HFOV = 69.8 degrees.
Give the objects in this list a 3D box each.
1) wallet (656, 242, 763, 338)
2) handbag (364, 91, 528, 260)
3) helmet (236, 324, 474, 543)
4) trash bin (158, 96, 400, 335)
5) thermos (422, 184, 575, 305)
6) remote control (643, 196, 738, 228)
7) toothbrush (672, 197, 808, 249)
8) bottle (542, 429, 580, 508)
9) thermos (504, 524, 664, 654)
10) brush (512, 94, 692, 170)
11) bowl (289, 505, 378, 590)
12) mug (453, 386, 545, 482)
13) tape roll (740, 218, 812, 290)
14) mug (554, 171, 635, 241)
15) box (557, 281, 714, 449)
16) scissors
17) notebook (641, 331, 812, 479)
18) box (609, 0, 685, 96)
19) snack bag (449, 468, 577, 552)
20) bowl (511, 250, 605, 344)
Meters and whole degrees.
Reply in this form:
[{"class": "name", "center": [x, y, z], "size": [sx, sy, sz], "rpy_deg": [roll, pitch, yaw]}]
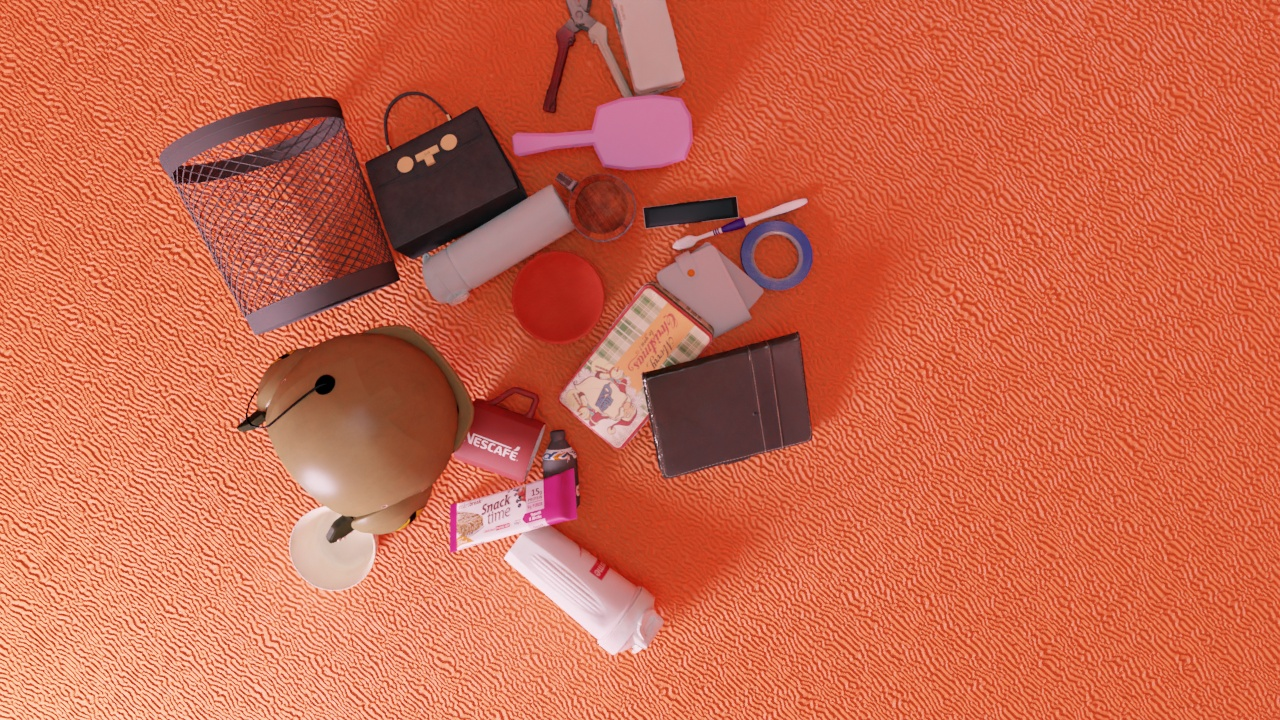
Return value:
[{"class": "wallet", "center": [0.094, -0.094, 1.201], "size": [0.115, 0.037, 0.118], "rpy_deg": [-27, 96, 6]}, {"class": "handbag", "center": [-0.270, -0.262, 1.194], "size": [0.176, 0.072, 0.195], "rpy_deg": [-26, 83, 4]}, {"class": "helmet", "center": [-0.324, 0.074, 1.109], "size": [0.233, 0.255, 0.250], "rpy_deg": [-37, 94, 8]}, {"class": "trash bin", "center": [-0.429, -0.171, 1.126], "size": [0.218, 0.217, 0.227], "rpy_deg": [-21, 98, 3]}, {"class": "thermos", "center": [-0.186, -0.148, 1.190], "size": [0.207, 0.065, 0.078], "rpy_deg": [-30, 81, 4]}, {"class": "remote control", "center": [0.066, -0.195, 1.206], "size": [0.124, 0.011, 0.028], "rpy_deg": [-7, 95, 2]}, {"class": "toothbrush", "center": [0.131, -0.179, 1.203], "size": [0.187, 0.016, 0.015], "rpy_deg": [-19, 94, 1]}, {"class": "bottle", "center": [-0.106, 0.148, 1.224], "size": [0.047, 0.047, 0.112], "rpy_deg": [-4, 95, 2]}, {"class": "thermos", "center": [-0.074, 0.302, 1.216], "size": [0.220, 0.099, 0.099], "rpy_deg": [37, 95, 2]}, {"class": "brush", "center": [-0.049, -0.288, 1.177], "size": [0.229, 0.043, 0.089], "rpy_deg": [-5, 105, 2]}, {"class": "bowl", "center": [-0.404, 0.244, 1.234], "size": [0.115, 0.062, 0.115], "rpy_deg": [0, 95, 2]}, {"class": "mug", "center": [-0.179, 0.090, 1.206], "size": [0.096, 0.080, 0.116], "rpy_deg": [20, 89, 0]}, {"class": "tape roll", "center": [0.178, -0.138, 1.205], "size": [0.091, 0.016, 0.093], "rpy_deg": [-21, 94, 3]}, {"class": "mug", "center": [-0.060, -0.200, 1.159], "size": [0.117, 0.111, 0.081], "rpy_deg": [37, 95, -2]}, {"class": "box", "center": [-0.007, 0.007, 1.191], "size": [0.117, 0.050, 0.206], "rpy_deg": [40, 105, -3]}, {"class": "scissors", "center": [-0.070, -0.403, 1.189], "size": [0.179, 0.015, 0.198], "rpy_deg": [33, 96, -1]}, {"class": "notebook", "center": [0.115, 0.062, 1.185], "size": [0.209, 0.029, 0.170], "rpy_deg": [-13, 119, -3]}, {"class": "box", "center": [0.003, -0.441, 1.168], "size": [0.084, 0.067, 0.199], "rpy_deg": [-15, 93, 22]}, {"class": "snack bag", "center": [-0.171, 0.197, 1.204], "size": [0.197, 0.016, 0.070], "rpy_deg": [-18, 58, 21]}, {"class": "bowl", "center": [-0.106, -0.083, 1.209], "size": [0.122, 0.035, 0.122], "rpy_deg": [0, 95, 2]}]
